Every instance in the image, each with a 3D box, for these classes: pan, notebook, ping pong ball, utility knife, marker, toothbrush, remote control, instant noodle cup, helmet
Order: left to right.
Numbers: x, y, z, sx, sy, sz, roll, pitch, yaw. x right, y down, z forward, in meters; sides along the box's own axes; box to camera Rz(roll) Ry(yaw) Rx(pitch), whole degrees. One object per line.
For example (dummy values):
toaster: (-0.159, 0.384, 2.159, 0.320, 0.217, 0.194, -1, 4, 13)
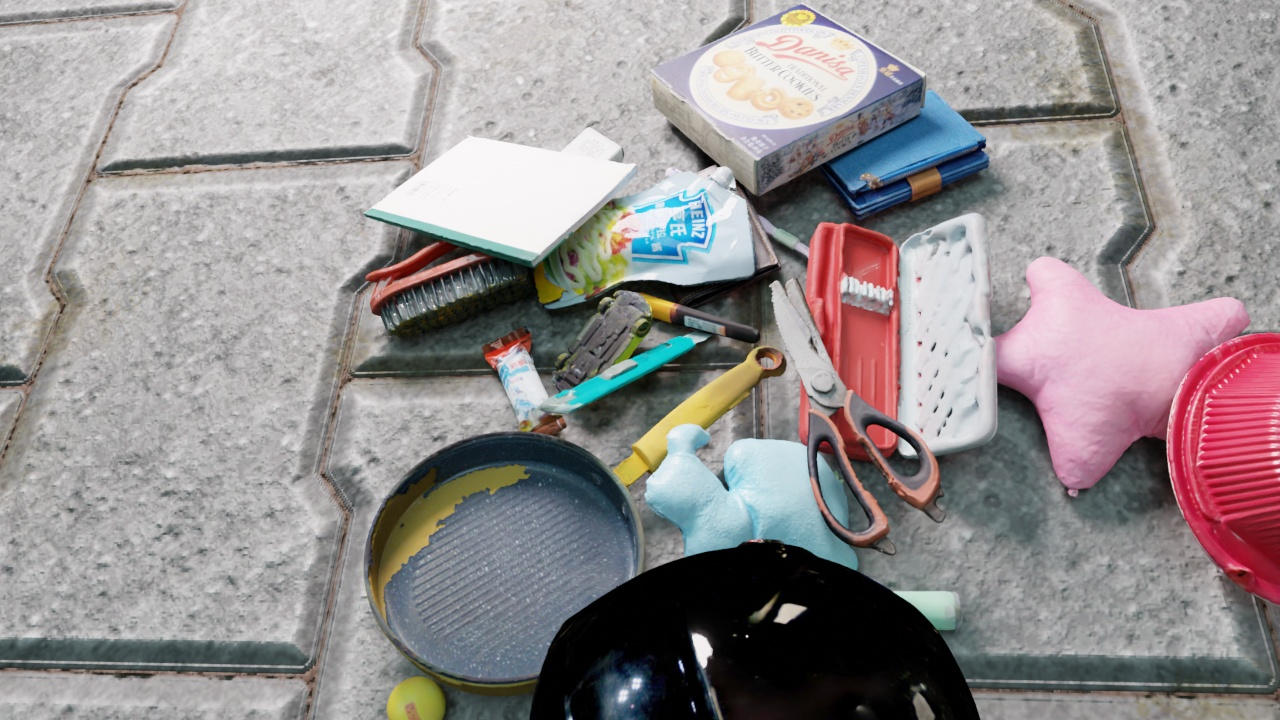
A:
ping pong ball: (-0.156, 0.242, 0.641, 0.040, 0.040, 0.040, -4, 61, 6)
notebook: (-0.127, -0.150, 0.823, 0.209, 0.012, 0.150, 19, 50, 32)
remote control: (-0.074, -0.169, 0.866, 0.049, 0.024, 0.124, 36, 71, 24)
pan: (-0.032, 0.095, 0.680, 0.356, 0.078, 0.197, -30, 59, -23)
utility knife: (-0.004, 0.004, 0.732, 0.179, 0.013, 0.029, -27, 35, -33)
marker: (0.044, -0.036, 0.769, 0.124, 0.018, 0.015, 18, 45, 28)
toothbrush: (0.093, -0.127, 0.822, 0.189, 0.021, 0.029, 37, 34, 26)
helmet: (0.075, 0.218, 0.505, 0.274, 0.231, 0.233, -9, 76, -30)
toothbrush: (0.110, 0.176, 0.646, 0.224, 0.027, 0.026, -2, 48, 7)
instant noodle cup: (0.450, 0.066, 0.598, 0.193, 0.066, 0.193, 2, 75, -8)

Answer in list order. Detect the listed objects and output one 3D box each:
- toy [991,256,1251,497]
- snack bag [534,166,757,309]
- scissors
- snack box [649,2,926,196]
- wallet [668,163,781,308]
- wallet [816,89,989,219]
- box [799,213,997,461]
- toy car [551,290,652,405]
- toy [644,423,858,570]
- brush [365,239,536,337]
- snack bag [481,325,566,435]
toy: (0.332, 0.013, 0.680, 0.195, 0.074, 0.178, 16, 76, 22)
snack bag: (0.001, -0.105, 0.794, 0.191, 0.039, 0.110, -10, 60, 14)
scissors: (0.151, 0.027, 0.663, 0.192, 0.015, 0.206, 16, 68, 18)
snack box: (0.130, -0.246, 0.842, 0.182, 0.046, 0.178, -29, 50, -13)
wallet: (0.058, -0.112, 0.808, 0.096, 0.020, 0.122, -23, 63, 5)
wallet: (0.229, -0.187, 0.824, 0.133, 0.040, 0.106, -23, 52, -4)
box: (0.200, -0.020, 0.716, 0.155, 0.074, 0.200, -1, 62, 18)
toy car: (-0.028, -0.009, 0.760, 0.048, 0.032, 0.105, 34, 85, 34)
toy: (0.087, 0.102, 0.654, 0.155, 0.050, 0.161, -33, 86, -32)
brush: (-0.168, -0.072, 0.804, 0.146, 0.063, 0.069, -21, 75, -2)
snack bag: (-0.097, 0.022, 0.763, 0.048, 0.026, 0.104, -28, 59, 9)
